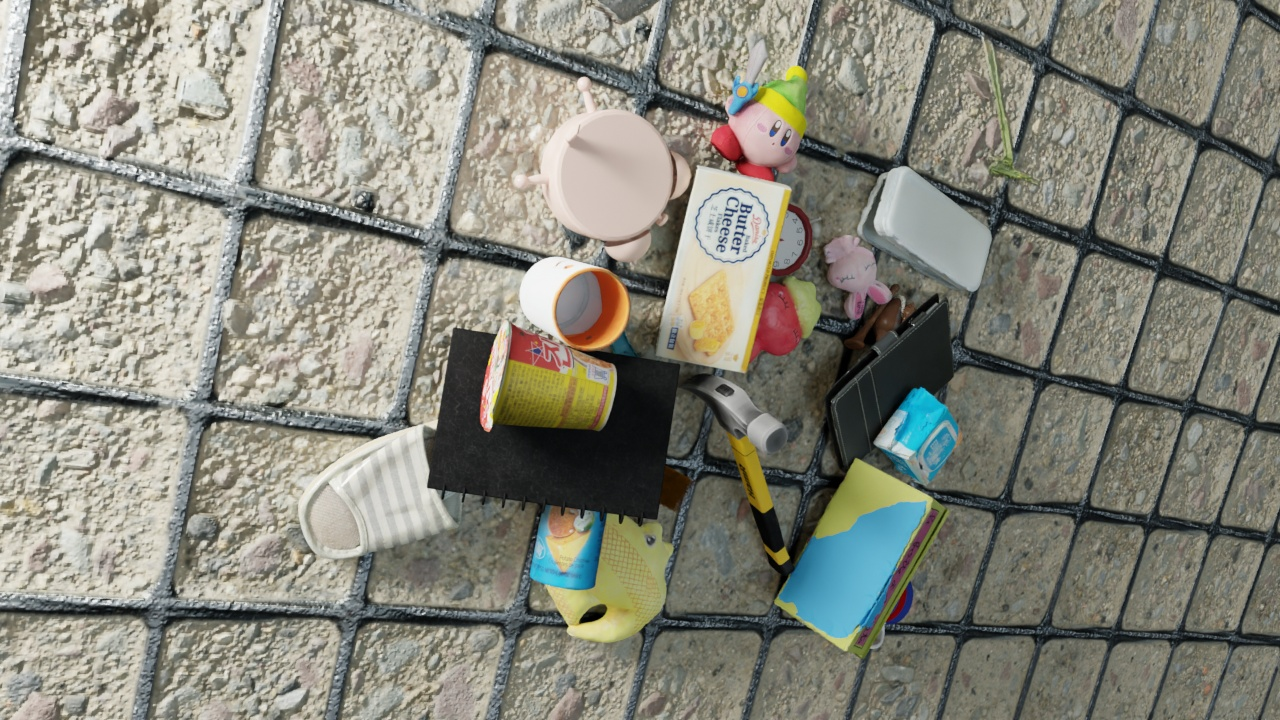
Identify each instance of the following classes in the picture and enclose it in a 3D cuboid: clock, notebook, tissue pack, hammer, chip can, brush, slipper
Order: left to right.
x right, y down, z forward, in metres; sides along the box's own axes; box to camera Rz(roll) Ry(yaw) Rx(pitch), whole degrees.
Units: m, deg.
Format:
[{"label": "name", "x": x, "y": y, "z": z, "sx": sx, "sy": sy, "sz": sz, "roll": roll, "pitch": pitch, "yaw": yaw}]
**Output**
[{"label": "slipper", "x": -0.211, "y": 0.117, "z": 0.937, "sx": 0.272, "sy": 0.054, "sz": 0.114, "roll": -26, "pitch": 107, "yaw": -20}, {"label": "notebook", "x": -0.085, "y": 0.069, "z": 0.921, "sx": 0.231, "sy": 0.019, "sz": 0.169, "roll": 9, "pitch": 86, "yaw": -8}, {"label": "chip can", "x": -0.063, "y": 0.122, "z": 0.975, "sx": 0.079, "sy": 0.080, "sz": 0.229, "roll": 11, "pitch": 88, "yaw": -28}, {"label": "clock", "x": -0.028, "y": -0.187, "z": 0.936, "sx": 0.160, "sy": 0.086, "sz": 0.131, "roll": 35, "pitch": 86, "yaw": -35}, {"label": "brush", "x": 0.005, "y": 0.133, "z": 1.065, "sx": 0.126, "sy": 0.017, "sz": 0.048, "roll": 32, "pitch": 88, "yaw": -29}, {"label": "hammer", "x": 0.133, "y": 0.147, "z": 1.082, "sx": 0.034, "sy": 0.170, "sz": 0.325, "roll": -34, "pitch": 130, "yaw": -16}, {"label": "clock", "x": 0.143, "y": -0.140, "z": 1.049, "sx": 0.124, "sy": 0.044, "sz": 0.087, "roll": 4, "pitch": 101, "yaw": -28}, {"label": "notebook", "x": 0.318, "y": 0.030, "z": 1.163, "sx": 0.208, "sy": 0.029, "sz": 0.169, "roll": -41, "pitch": 137, "yaw": -16}, {"label": "tissue pack", "x": 0.363, "y": 0.102, "z": 1.189, "sx": 0.093, "sy": 0.062, "sz": 0.144, "roll": -52, "pitch": 139, "yaw": -1}]

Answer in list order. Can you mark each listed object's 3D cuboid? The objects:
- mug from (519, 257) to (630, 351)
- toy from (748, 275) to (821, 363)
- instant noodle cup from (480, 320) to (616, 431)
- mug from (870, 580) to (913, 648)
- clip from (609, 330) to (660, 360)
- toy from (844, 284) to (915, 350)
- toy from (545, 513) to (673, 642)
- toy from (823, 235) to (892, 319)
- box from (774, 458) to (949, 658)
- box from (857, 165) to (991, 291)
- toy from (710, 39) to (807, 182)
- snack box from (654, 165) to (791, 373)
[{"label": "mug", "x": -0.068, "y": -0.059, "z": 0.930, "sx": 0.082, "sy": 0.105, "sz": 0.082, "roll": -6, "pitch": 105, "yaw": -25}, {"label": "toy", "x": 0.156, "y": -0.046, "z": 1.079, "sx": 0.135, "sy": 0.045, "sz": 0.092, "roll": -28, "pitch": 111, "yaw": -20}, {"label": "instant noodle cup", "x": -0.086, "y": 0.022, "z": 0.872, "sx": 0.112, "sy": 0.100, "sz": 0.100, "roll": 12, "pitch": 97, "yaw": -17}, {"label": "mug", "x": 0.306, "y": 0.324, "z": 1.222, "sx": 0.076, "sy": 0.075, "sz": 0.111, "roll": 24, "pitch": 71, "yaw": -29}, {"label": "clip", "x": -0.008, "y": 0.004, "z": 1.008, "sx": 0.033, "sy": 0.120, "sz": 0.118, "roll": -32, "pitch": 82, "yaw": -17}, {"label": "toy", "x": 0.308, "y": -0.046, "z": 1.158, "sx": 0.055, "sy": 0.042, "sz": 0.101, "roll": 41, "pitch": 77, "yaw": -16}, {"label": "toy", "x": -0.036, "y": 0.239, "z": 1.048, "sx": 0.155, "sy": 0.064, "sz": 0.170, "roll": -29, "pitch": 106, "yaw": -5}, {"label": "toy", "x": 0.264, "y": -0.102, "z": 1.118, "sx": 0.063, "sy": 0.047, "sz": 0.110, "roll": -38, "pitch": 120, "yaw": -4}, {"label": "box", "x": 0.278, "y": 0.250, "z": 1.164, "sx": 0.079, "sy": 0.124, "sz": 0.221, "roll": 30, "pitch": 88, "yaw": -51}, {"label": "box", "x": 0.369, "y": -0.160, "z": 1.154, "sx": 0.213, "sy": 0.063, "sz": 0.118, "roll": 25, "pitch": 89, "yaw": -28}, {"label": "toy", "x": 0.137, "y": -0.271, "z": 1.005, "sx": 0.124, "sy": 0.096, "sz": 0.131, "roll": 36, "pitch": 104, "yaw": -23}, {"label": "snack box", "x": 0.088, "y": -0.097, "z": 0.996, "sx": 0.104, "sy": 0.057, "sz": 0.208, "roll": 12, "pitch": 104, "yaw": -3}]
